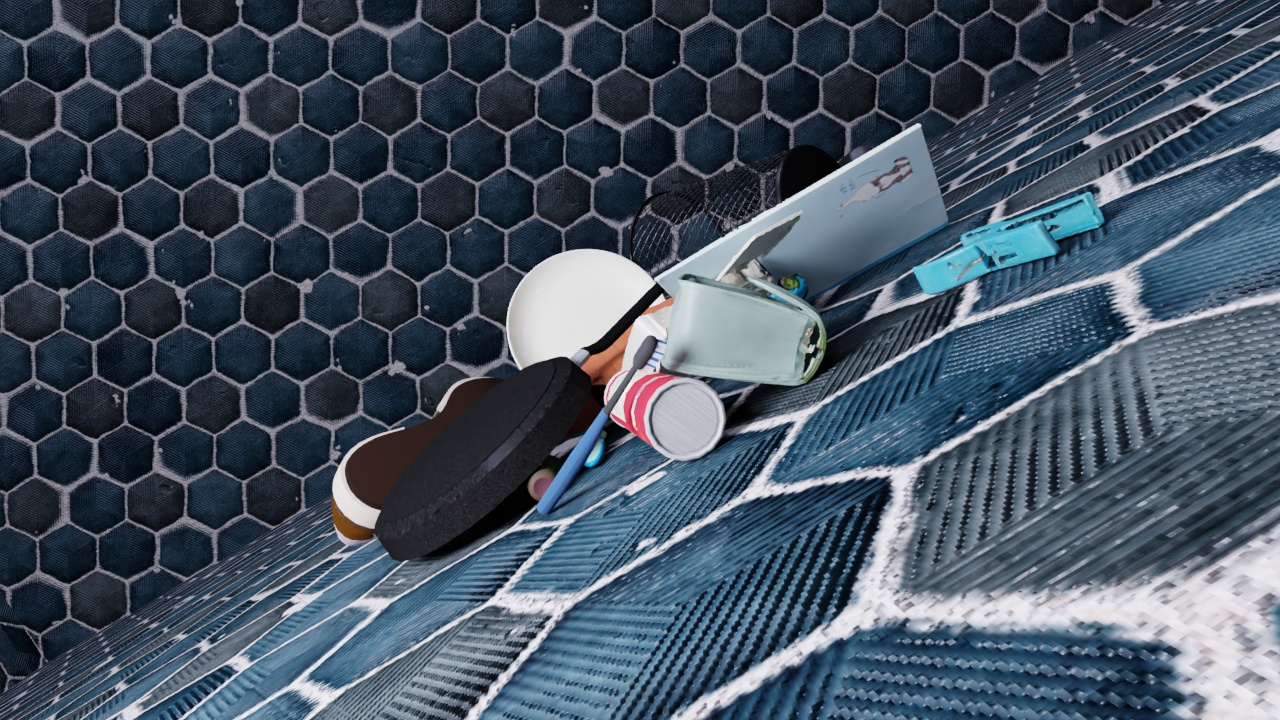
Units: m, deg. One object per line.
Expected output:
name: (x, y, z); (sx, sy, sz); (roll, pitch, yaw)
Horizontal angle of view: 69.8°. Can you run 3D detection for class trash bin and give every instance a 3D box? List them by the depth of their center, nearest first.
trash bin: (0.124, -0.138, 1.041); (0.211, 0.184, 0.183); (-17, 13, 46)

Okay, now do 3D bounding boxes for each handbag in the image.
handbag: (0.072, -0.025, 0.642); (0.106, 0.067, 0.121); (10, 8, 4)
handbag: (-0.006, 0.005, 0.910); (0.109, 0.060, 0.171); (-25, 16, 45)

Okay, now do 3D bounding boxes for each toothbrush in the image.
toothbrush: (-0.029, 0.047, 0.612); (0.168, 0.014, 0.014); (-57, 24, 30)
toothbrush: (-0.039, 0.070, 0.780); (0.022, 0.017, 0.135); (-27, 5, 3)

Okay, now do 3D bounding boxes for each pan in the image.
pan: (-0.095, 0.033, 0.810); (0.355, 0.034, 0.226); (-46, 17, -21)

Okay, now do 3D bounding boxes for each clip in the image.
clip: (0.245, -0.082, 0.599); (0.119, 0.030, 0.130); (-29, 3, -37)

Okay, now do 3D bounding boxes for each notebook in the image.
notebook: (0.157, -0.102, 0.847); (0.254, 0.009, 0.181); (-30, -28, 14)

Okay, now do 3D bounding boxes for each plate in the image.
plate: (-0.057, -0.033, 1.023); (0.182, 0.182, 0.034); (-32, -8, -15)

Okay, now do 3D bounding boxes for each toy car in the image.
toy car: (0.110, -0.032, 0.802); (0.105, 0.032, 0.048); (-41, -18, -18)

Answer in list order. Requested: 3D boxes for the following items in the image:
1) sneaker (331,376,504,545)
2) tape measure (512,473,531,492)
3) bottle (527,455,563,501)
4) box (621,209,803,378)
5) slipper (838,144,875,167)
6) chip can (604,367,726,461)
sneaker: (-0.226, 0.120, 1.026); (0.117, 0.111, 0.292); (-52, -8, 35)
tape measure: (-0.125, 0.101, 0.850); (0.072, 0.042, 0.072); (-28, 9, -26)
bottle: (-0.074, 0.091, 0.740); (0.025, 0.025, 0.106); (-30, 5, 1)
box: (0.061, -0.048, 0.773); (0.143, 0.044, 0.185); (-31, -24, -27)
slipper: (0.232, -0.158, 1.182); (0.266, 0.083, 0.108); (-42, 38, 35)
chip can: (0.011, 0.034, 0.656); (0.051, 0.052, 0.215); (-31, 5, -7)
